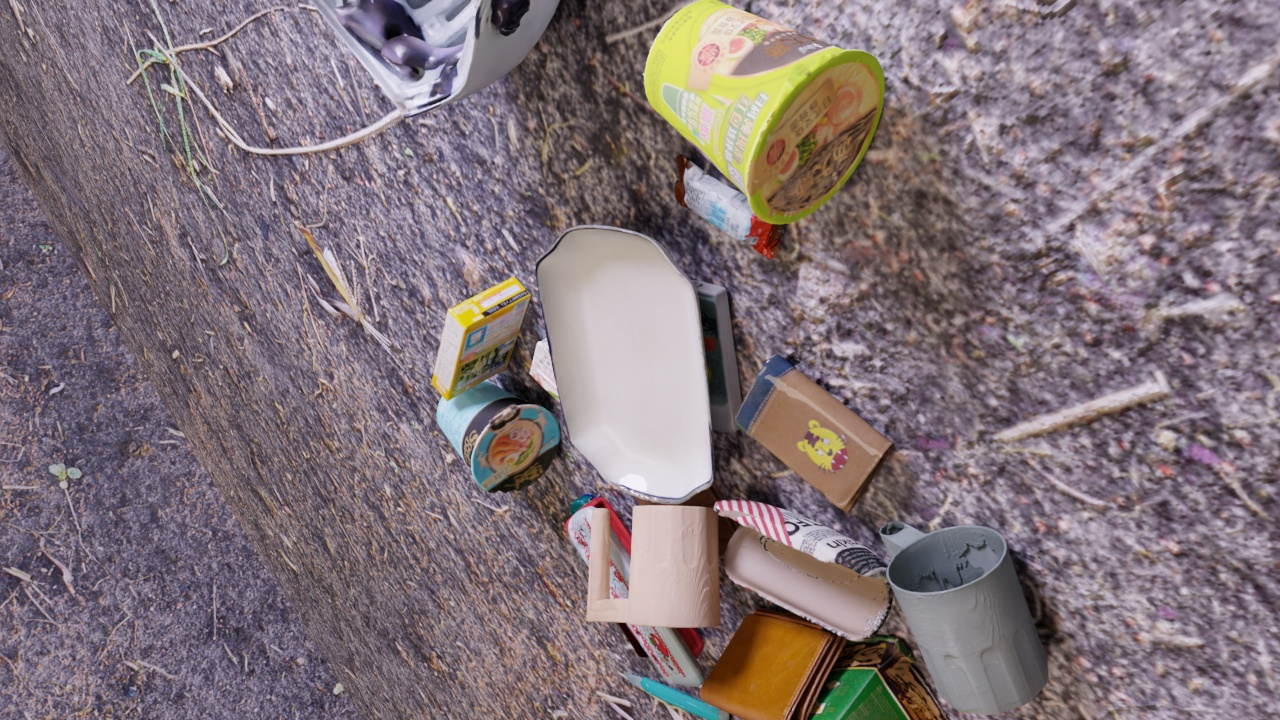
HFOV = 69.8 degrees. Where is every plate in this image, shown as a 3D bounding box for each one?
[{"bbox_3d":[-0.005,0.005,0.785,0.162,0.034,0.266,11,124,32],"label":"plate"}]

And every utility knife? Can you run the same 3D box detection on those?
[{"bbox_3d":[0.041,0.400,1.094,0.185,0.013,0.029,2,113,48],"label":"utility knife"}]

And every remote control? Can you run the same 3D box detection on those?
[{"bbox_3d":[0.055,-0.002,0.774,0.056,0.019,0.135,18,128,42],"label":"remote control"}]

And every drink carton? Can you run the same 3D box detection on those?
[{"bbox_3d":[-0.054,0.029,0.906,0.122,0.045,0.054,43,141,20],"label":"drink carton"}]

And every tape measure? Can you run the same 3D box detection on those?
[{"bbox_3d":[-0.056,0.179,1.037,0.055,0.025,0.058,-13,105,52],"label":"tape measure"}]

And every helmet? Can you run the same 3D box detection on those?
[{"bbox_3d":[-0.133,-0.316,0.661,0.229,0.145,0.259,47,135,13],"label":"helmet"}]

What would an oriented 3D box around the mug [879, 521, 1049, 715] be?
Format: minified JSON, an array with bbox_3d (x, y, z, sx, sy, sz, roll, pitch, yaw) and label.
[{"bbox_3d":[0.227,0.179,0.664,0.103,0.083,0.124,65,171,-11],"label":"mug"}]

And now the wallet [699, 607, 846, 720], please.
[{"bbox_3d":[0.120,0.266,0.819,0.035,0.118,0.131,46,157,-16],"label":"wallet"}]

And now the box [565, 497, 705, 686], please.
[{"bbox_3d":[-0.005,0.234,0.933,0.201,0.069,0.157,56,-179,4],"label":"box"}]

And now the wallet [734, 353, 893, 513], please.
[{"bbox_3d":[0.133,0.059,0.718,0.115,0.033,0.090,39,139,20],"label":"wallet"}]

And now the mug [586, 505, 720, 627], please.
[{"bbox_3d":[0.012,0.186,0.833,0.125,0.084,0.103,-3,78,19],"label":"mug"}]

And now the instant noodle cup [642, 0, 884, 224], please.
[{"bbox_3d":[0.068,-0.164,0.573,0.123,0.111,0.112,43,143,31],"label":"instant noodle cup"}]

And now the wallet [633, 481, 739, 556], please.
[{"bbox_3d":[0.046,0.151,0.901,0.116,0.020,0.101,-28,94,52],"label":"wallet"}]

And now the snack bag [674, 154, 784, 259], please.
[{"bbox_3d":[0.062,-0.113,0.678,0.105,0.026,0.045,36,148,29],"label":"snack bag"}]

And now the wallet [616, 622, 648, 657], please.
[{"bbox_3d":[-0.002,0.297,1.054,0.096,0.020,0.123,57,152,6],"label":"wallet"}]

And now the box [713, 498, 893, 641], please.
[{"bbox_3d":[0.129,0.173,0.766,0.162,0.075,0.086,15,96,42],"label":"box"}]

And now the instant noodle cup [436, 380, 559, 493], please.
[{"bbox_3d":[-0.169,0.074,1.037,0.120,0.111,0.111,33,138,44],"label":"instant noodle cup"}]

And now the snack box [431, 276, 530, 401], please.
[{"bbox_3d":[-0.171,-0.021,0.974,0.034,0.086,0.141,46,143,16],"label":"snack box"}]

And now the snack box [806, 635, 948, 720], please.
[{"bbox_3d":[0.186,0.319,0.781,0.118,0.105,0.118,56,144,2],"label":"snack box"}]
